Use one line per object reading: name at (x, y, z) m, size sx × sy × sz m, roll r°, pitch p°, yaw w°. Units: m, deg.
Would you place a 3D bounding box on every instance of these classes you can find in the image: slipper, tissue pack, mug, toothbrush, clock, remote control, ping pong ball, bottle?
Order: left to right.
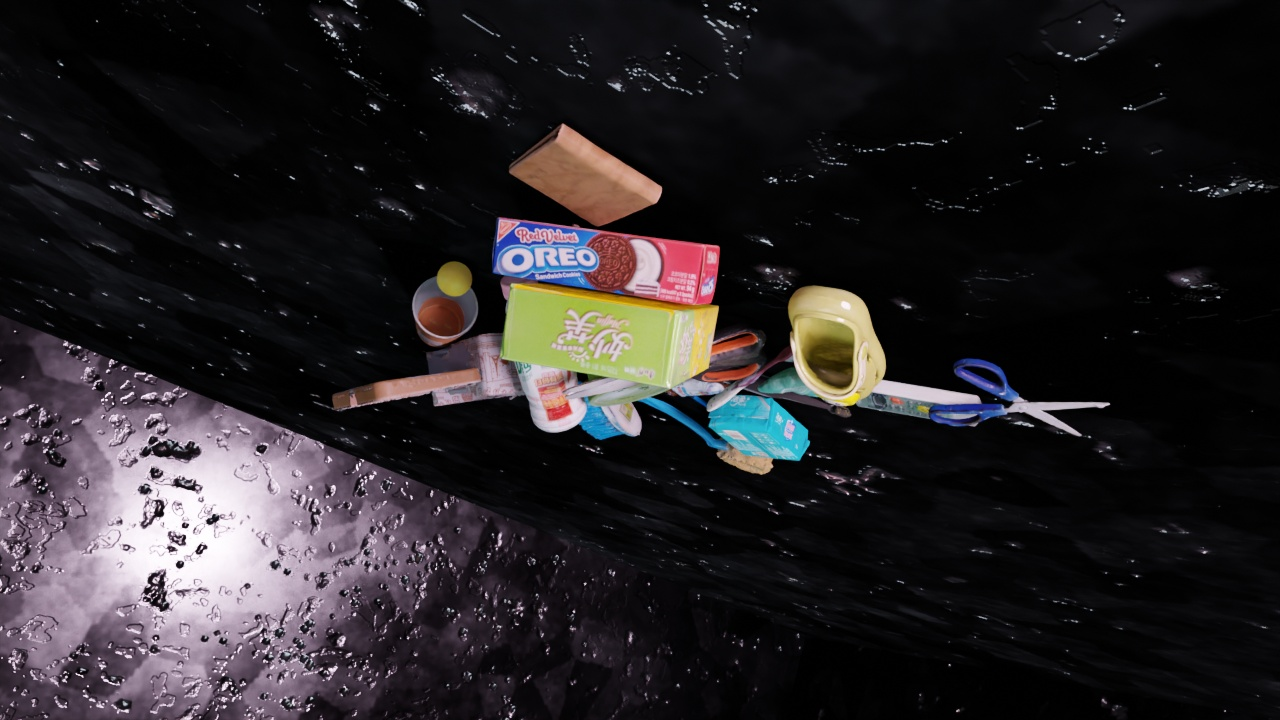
mug at (-0.251, -0.054, 1.163) m, size 0.078 × 0.078 × 0.123 m, roll 22°, pitch 165°, yaw -11°
ping pong ball at (-0.216, -0.095, 1.064) m, size 0.040 × 0.040 × 0.040 m, roll 16°, pitch 161°, yaw 6°
bottle at (-0.116, -0.011, 1.063) m, size 0.068 × 0.068 × 0.197 m, roll 7°, pitch 127°, yaw 31°
clock at (-0.006, 0.006, 1.063) m, size 0.116 × 0.056 × 0.161 m, roll -12°, pitch 167°, yaw -19°
toothbrush at (0.127, 0.082, 1.288) m, size 0.189 × 0.016 × 0.014 m, roll 33°, pitch 165°, yaw -30°
toothbrush at (0.128, 0.023, 1.061) m, size 0.017 × 0.016 × 0.188 m, roll 15°, pitch 150°, yaw -23°
tissue pack at (0.159, 0.091, 1.219) m, size 0.093 × 0.050 × 0.133 m, roll 2°, pitch 156°, yaw 35°
toothbrush at (0.152, 0.031, 1.099) m, size 0.212 × 0.026 × 0.027 m, roll 19°, pitch -178°, yaw -2°
slipper at (0.184, -0.002, 0.899) m, size 0.092 × 0.081 × 0.190 m, roll 12°, pitch 158°, yaw 25°
remote control at (0.303, 0.046, 1.010) m, size 0.135 × 0.019 × 0.056 m, roll 10°, pitch 159°, yaw 22°

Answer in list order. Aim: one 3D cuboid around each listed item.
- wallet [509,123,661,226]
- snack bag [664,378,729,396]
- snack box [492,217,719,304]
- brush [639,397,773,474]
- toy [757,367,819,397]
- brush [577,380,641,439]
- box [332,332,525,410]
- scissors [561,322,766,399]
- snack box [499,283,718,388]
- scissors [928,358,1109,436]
wallet at (-0.050, -0.154, 0.786) m, size 0.101 × 0.020 × 0.115 m, roll 29°, pitch 161°, yaw -24°
snack bag at (0.071, 0.031, 1.171) m, size 0.045 × 0.026 × 0.105 m, roll 35°, pitch 153°, yaw -32°
snack box at (-0.035, -0.093, 0.851) m, size 0.208 × 0.057 × 0.058 m, roll 11°, pitch -171°, yaw 19°
brush at (0.093, 0.104, 1.346) m, size 0.254 × 0.045 × 0.083 m, roll 29°, pitch 163°, yaw -17°
toy at (0.193, 0.023, 1.023) m, size 0.091 × 0.030 × 0.097 m, roll 6°, pitch 163°, yaw -33°
brush at (-0.068, 0.036, 1.285) m, size 0.110 × 0.060 × 0.314 m, roll 2°, pitch 154°, yaw 25°
box at (-0.237, 0.020, 1.151) m, size 0.259 × 0.082 × 0.177 m, roll -9°, pitch 178°, yaw -36°
scissors at (0.030, 0.021, 1.008) m, size 0.235 × 0.021 × 0.148 m, roll -26°, pitch 145°, yaw 17°
snack box at (-0.021, -0.029, 0.872) m, size 0.158 × 0.070 × 0.209 m, roll 10°, pitch -173°, yaw 13°
scissors at (0.371, 0.044, 0.927) m, size 0.175 × 0.012 × 0.162 m, roll -18°, pitch 133°, yaw 41°
